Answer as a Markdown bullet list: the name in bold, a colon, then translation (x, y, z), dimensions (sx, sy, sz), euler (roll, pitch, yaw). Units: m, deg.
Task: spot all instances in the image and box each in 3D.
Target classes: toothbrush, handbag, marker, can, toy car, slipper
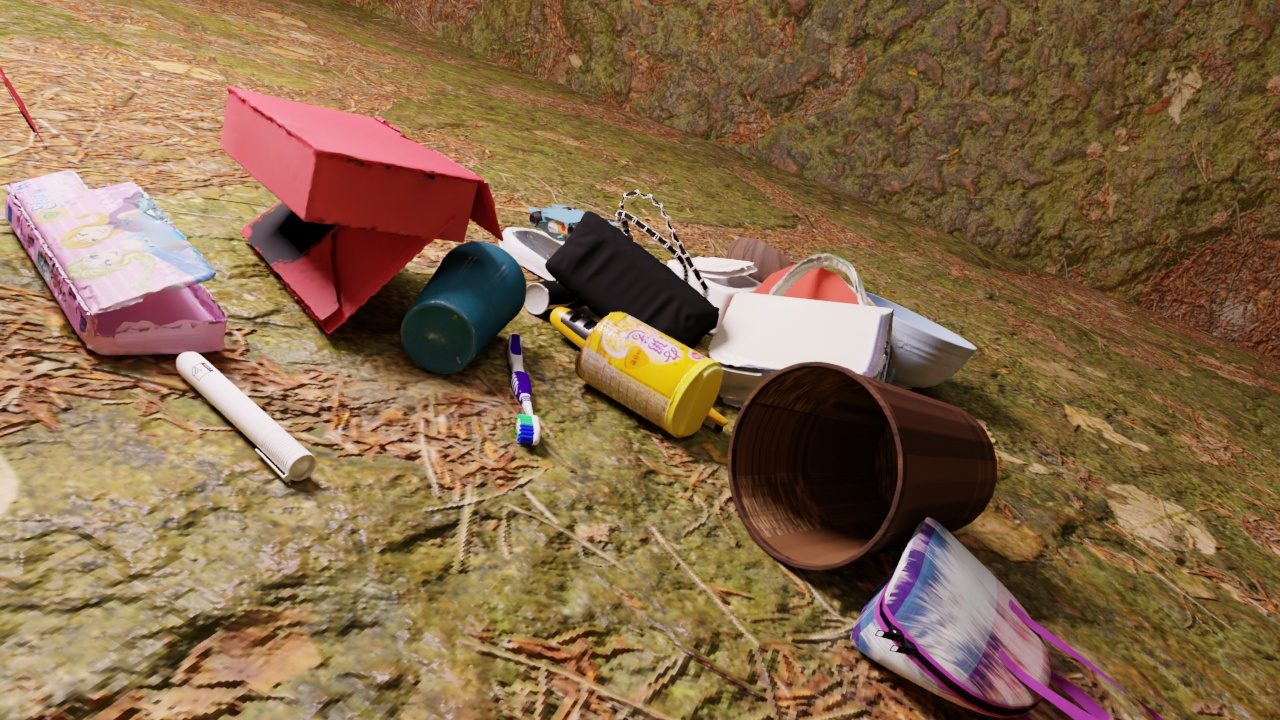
- **toothbrush**: translation (-0.005, 0.005, 0.794), dimensions (0.197, 0.031, 0.031), euler (33, 39, 26)
- **handbag**: translation (0.156, -0.027, 0.833), dimensions (0.151, 0.074, 0.175), euler (6, 49, 21)
- **marker**: translation (-0.234, 0.030, 0.534), dimensions (0.133, 0.017, 0.020), euler (31, 60, 30)
- **can**: translation (0.008, 0.010, 0.735), dimensions (0.105, 0.068, 0.067), euler (30, 22, 26)
- **handbag**: translation (0.009, -0.075, 0.846), dimensions (0.154, 0.115, 0.125), euler (36, 2, 10)
- **toy car**: translation (-0.071, -0.139, 0.965), dimensions (0.060, 0.027, 0.108), euler (-17, 30, -42)
- **slipper**: translation (-0.039, -0.099, 0.986), dimensions (0.264, 0.063, 0.111), euler (28, 22, 29)
- **handbag**: translation (0.215, 0.173, 0.526), dimensions (0.170, 0.068, 0.144), euler (33, 23, 17)
- **toothbrush**: translation (-0.092, 0.017, 0.701), dimensions (0.016, 0.015, 0.186), euler (8, 22, -16)
- **can**: translation (-0.079, -0.064, 0.898), dimensions (0.031, 0.032, 0.080), euler (28, 22, 23)

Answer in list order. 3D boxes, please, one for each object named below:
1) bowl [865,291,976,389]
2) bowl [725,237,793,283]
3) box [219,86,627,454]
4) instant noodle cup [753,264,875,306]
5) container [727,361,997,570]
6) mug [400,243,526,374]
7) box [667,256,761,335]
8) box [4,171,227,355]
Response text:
- **bowl**: translation (0.294, -0.015, 1.043), dimensions (0.150, 0.075, 0.150), euler (23, 15, -7)
- **bowl**: translation (0.142, -0.089, 1.099), dimensions (0.119, 0.119, 0.032), euler (31, 63, 29)
- **box**: translation (-0.168, -0.086, 0.822), dimensions (0.213, 0.128, 0.425), euler (34, -8, 42)
- **instant noodle cup**: translation (0.188, -0.031, 0.948), dimensions (0.123, 0.123, 0.121), euler (31, 15, 28)
- **container**: translation (0.165, 0.074, 0.642), dimensions (0.167, 0.132, 0.132), euler (7, 23, -45)
- **mug**: translation (-0.141, -0.039, 0.724), dimensions (0.078, 0.078, 0.121), euler (19, 25, -2)
- **box**: translation (0.087, -0.095, 1.034), dimensions (0.102, 0.102, 0.107), euler (32, 21, 28)
- **box**: translation (-0.364, -0.080, 0.631), dimensions (0.084, 0.063, 0.230), euler (-2, 29, -46)
